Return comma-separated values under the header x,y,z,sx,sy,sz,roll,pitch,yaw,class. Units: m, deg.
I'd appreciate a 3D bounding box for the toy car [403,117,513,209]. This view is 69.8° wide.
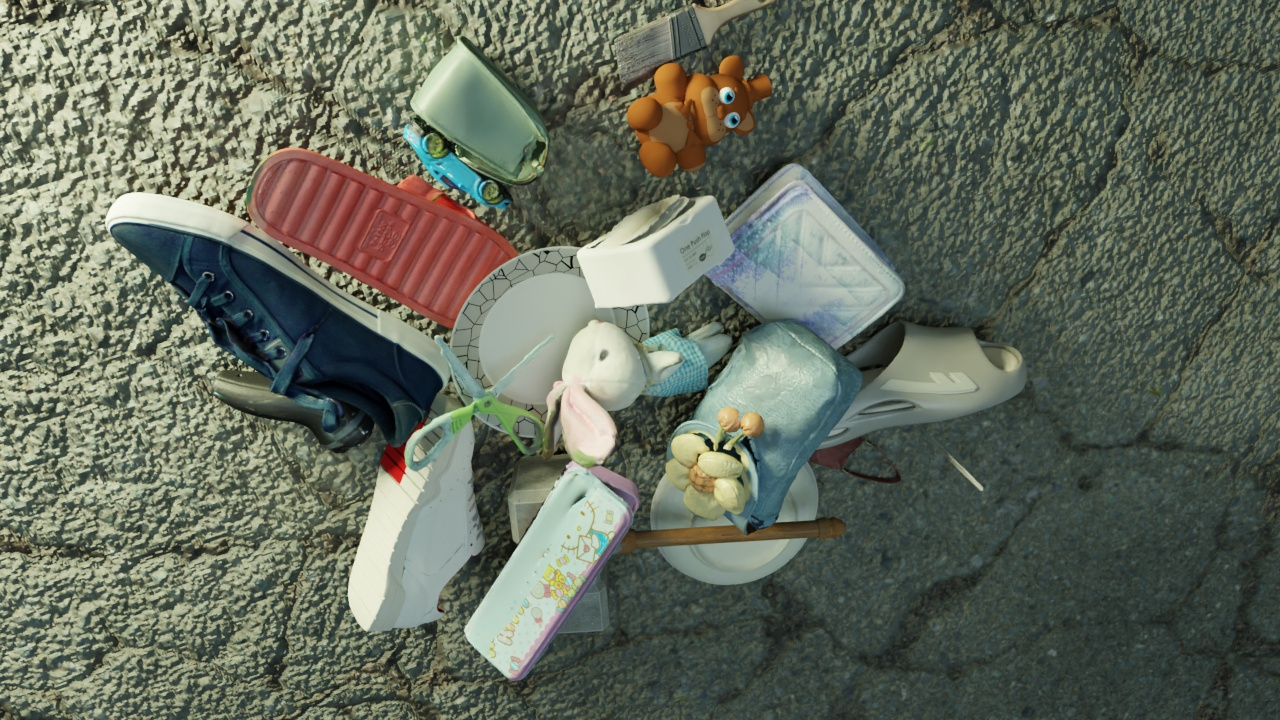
x,y,z,sx,sy,sz,roll,pitch,yaw,class
-0.153,-0.159,0.766,0.105,0.048,0.032,37,101,-22,toy car

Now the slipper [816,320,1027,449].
x,y,z,sx,sy,sz,roll,pitch,yaw,class
0.236,0.011,0.880,0.266,0.112,0.081,-14,112,3,slipper

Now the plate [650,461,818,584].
x,y,z,sx,sy,sz,roll,pitch,yaw,class
0.102,0.163,0.952,0.182,0.034,0.182,-4,113,-9,plate

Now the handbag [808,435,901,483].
x,y,z,sx,sy,sz,roll,pitch,yaw,class
0.229,0.102,0.958,0.119,0.029,0.055,28,107,-25,handbag

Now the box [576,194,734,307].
x,y,z,sx,sy,sz,roll,pitch,yaw,class
0.005,-0.108,0.777,0.106,0.103,0.091,-37,117,-37,box

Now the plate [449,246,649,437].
x,y,z,sx,sy,sz,roll,pitch,yaw,class
-0.082,-0.017,0.838,0.188,0.016,0.189,-11,119,-20,plate

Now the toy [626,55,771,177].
x,y,z,sx,sy,sz,roll,pitch,yaw,class
0.053,-0.209,0.776,0.127,0.065,0.095,-22,120,-7,toy

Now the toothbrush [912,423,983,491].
x,y,z,sx,sy,sz,roll,pitch,yaw,class
0.275,0.070,0.865,0.010,0.181,0.010,-20,119,-6,toothbrush

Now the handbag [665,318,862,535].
x,y,z,sx,sy,sz,roll,pitch,yaw,class
0.100,0.059,0.810,0.118,0.122,0.192,-2,130,-53,handbag

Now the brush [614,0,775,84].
x,y,z,sx,sy,sz,roll,pitch,yaw,class
0.047,-0.280,0.772,0.151,0.012,0.039,-24,114,0,brush

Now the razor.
x,y,z,sx,sy,sz,roll,pitch,yaw,class
-0.309,0.044,0.820,0.140,0.053,0.064,16,110,-14,razor

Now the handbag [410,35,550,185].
x,y,z,sx,sy,sz,roll,pitch,yaw,class
-0.122,-0.191,0.718,0.106,0.121,0.067,40,100,-22,handbag

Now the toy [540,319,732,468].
x,y,z,sx,sy,sz,roll,pitch,yaw,class
-0.005,0.005,0.822,0.205,0.131,0.106,-29,104,-23,toy

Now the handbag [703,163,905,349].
x,y,z,sx,sy,sz,roll,pitch,yaw,class
0.146,-0.086,0.844,0.158,0.069,0.127,39,115,-21,handbag

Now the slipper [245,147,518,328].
x,y,z,sx,sy,sz,roll,pitch,yaw,class
-0.205,-0.105,0.772,0.248,0.059,0.103,27,104,-35,slipper

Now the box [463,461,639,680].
x,y,z,sx,sy,sz,roll,pitch,yaw,class
-0.082,0.187,0.825,0.078,0.065,0.214,32,109,0,box

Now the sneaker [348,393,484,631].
x,y,z,sx,sy,sz,roll,pitch,yaw,class
-0.192,0.146,0.874,0.104,0.090,0.237,11,101,-39,sneaker

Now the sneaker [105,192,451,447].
x,y,z,sx,sy,sz,roll,pitch,yaw,class
-0.297,-0.017,0.738,0.294,0.127,0.121,35,146,-24,sneaker

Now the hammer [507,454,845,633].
x,y,z,sx,sy,sz,roll,pitch,yaw,class
0.041,0.172,0.894,0.317,0.082,0.163,-4,113,0,hammer

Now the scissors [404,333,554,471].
x,y,z,sx,sy,sz,roll,pitch,yaw,class
-0.135,0.037,0.802,0.172,0.021,0.171,-43,132,-11,scissors
